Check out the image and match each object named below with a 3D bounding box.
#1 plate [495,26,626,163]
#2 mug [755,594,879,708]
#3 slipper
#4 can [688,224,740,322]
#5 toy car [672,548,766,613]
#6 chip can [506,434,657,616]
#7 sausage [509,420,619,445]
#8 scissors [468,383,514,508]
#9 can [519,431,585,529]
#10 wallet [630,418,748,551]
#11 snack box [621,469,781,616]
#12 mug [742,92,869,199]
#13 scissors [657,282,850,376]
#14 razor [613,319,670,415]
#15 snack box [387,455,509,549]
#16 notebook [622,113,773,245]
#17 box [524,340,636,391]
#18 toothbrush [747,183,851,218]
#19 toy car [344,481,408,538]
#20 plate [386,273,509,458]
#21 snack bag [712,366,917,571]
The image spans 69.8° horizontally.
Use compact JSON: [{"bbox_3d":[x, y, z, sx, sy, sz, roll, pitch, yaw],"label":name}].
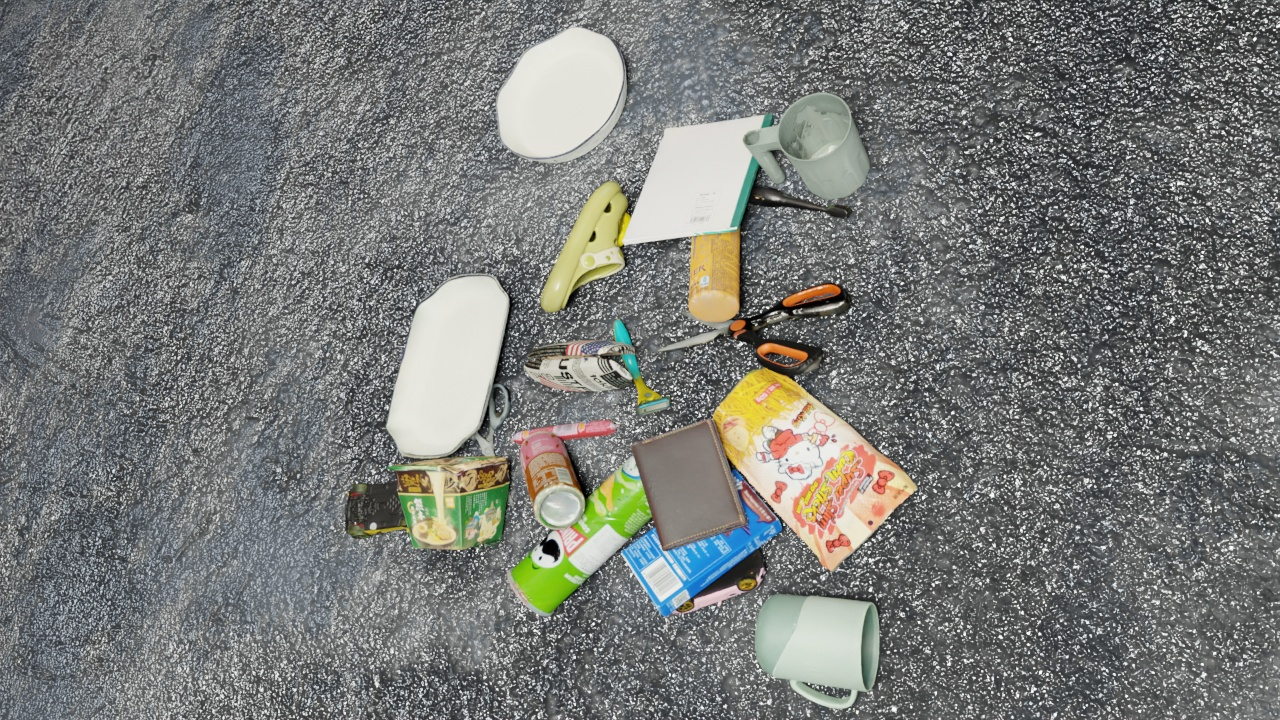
[{"bbox_3d":[-0.107,-0.365,1.286,0.205,0.045,0.204,-8,70,23],"label":"plate"},{"bbox_3d":[0.175,0.288,0.905,0.106,0.082,0.112,-1,104,26],"label":"mug"},{"bbox_3d":[-0.060,-0.135,1.172,0.081,0.092,0.190,29,75,-8],"label":"slipper"},{"bbox_3d":[0.088,-0.118,1.076,0.058,0.058,0.145,-12,54,23],"label":"can"},{"bbox_3d":[0.077,0.236,0.990,0.122,0.037,0.056,-21,49,9],"label":"toy car"},{"bbox_3d":[-0.045,0.190,1.050,0.236,0.072,0.072,-44,59,7],"label":"chip can"},{"bbox_3d":[-0.096,0.090,1.140,0.156,0.020,0.020,-9,69,25],"label":"sausage"},{"bbox_3d":[-0.199,0.110,1.190,0.159,0.014,0.172,25,87,31],"label":"scissors"},{"bbox_3d":[-0.104,0.136,1.065,0.058,0.058,0.147,-46,24,6],"label":"can"},{"bbox_3d":[0.051,0.132,0.980,0.096,0.020,0.122,-19,70,4],"label":"wallet"},{"bbox_3d":[0.065,0.194,0.986,0.157,0.026,0.084,-35,47,-6],"label":"snack box"},{"bbox_3d":[0.194,-0.240,1.056,0.124,0.103,0.083,-4,71,27],"label":"mug"},{"bbox_3d":[0.136,-0.036,1.040,0.223,0.022,0.221,-31,33,-7],"label":"scissors"},{"bbox_3d":[-0.007,0.007,1.117,0.043,0.028,0.132,-16,63,-16],"label":"razor"},{"bbox_3d":[-0.230,0.175,1.127,0.118,0.118,0.105,-4,88,30],"label":"snack box"},{"bbox_3d":[0.072,-0.224,1.120,0.151,0.012,0.208,-2,50,28],"label":"notebook"},{"bbox_3d":[-0.075,-0.008,1.118,0.164,0.074,0.079,-1,65,46],"label":"box"},{"bbox_3d":[0.153,-0.199,1.109,0.213,0.027,0.026,18,126,29],"label":"toothbrush"},{"bbox_3d":[-0.330,0.194,1.210,0.156,0.041,0.071,-13,68,25],"label":"toy car"},{"bbox_3d":[-0.249,0.009,1.223,0.162,0.034,0.265,-4,65,27],"label":"plate"},{"bbox_3d":[0.174,0.107,0.979,0.128,0.073,0.208,-47,66,5],"label":"snack bag"}]
